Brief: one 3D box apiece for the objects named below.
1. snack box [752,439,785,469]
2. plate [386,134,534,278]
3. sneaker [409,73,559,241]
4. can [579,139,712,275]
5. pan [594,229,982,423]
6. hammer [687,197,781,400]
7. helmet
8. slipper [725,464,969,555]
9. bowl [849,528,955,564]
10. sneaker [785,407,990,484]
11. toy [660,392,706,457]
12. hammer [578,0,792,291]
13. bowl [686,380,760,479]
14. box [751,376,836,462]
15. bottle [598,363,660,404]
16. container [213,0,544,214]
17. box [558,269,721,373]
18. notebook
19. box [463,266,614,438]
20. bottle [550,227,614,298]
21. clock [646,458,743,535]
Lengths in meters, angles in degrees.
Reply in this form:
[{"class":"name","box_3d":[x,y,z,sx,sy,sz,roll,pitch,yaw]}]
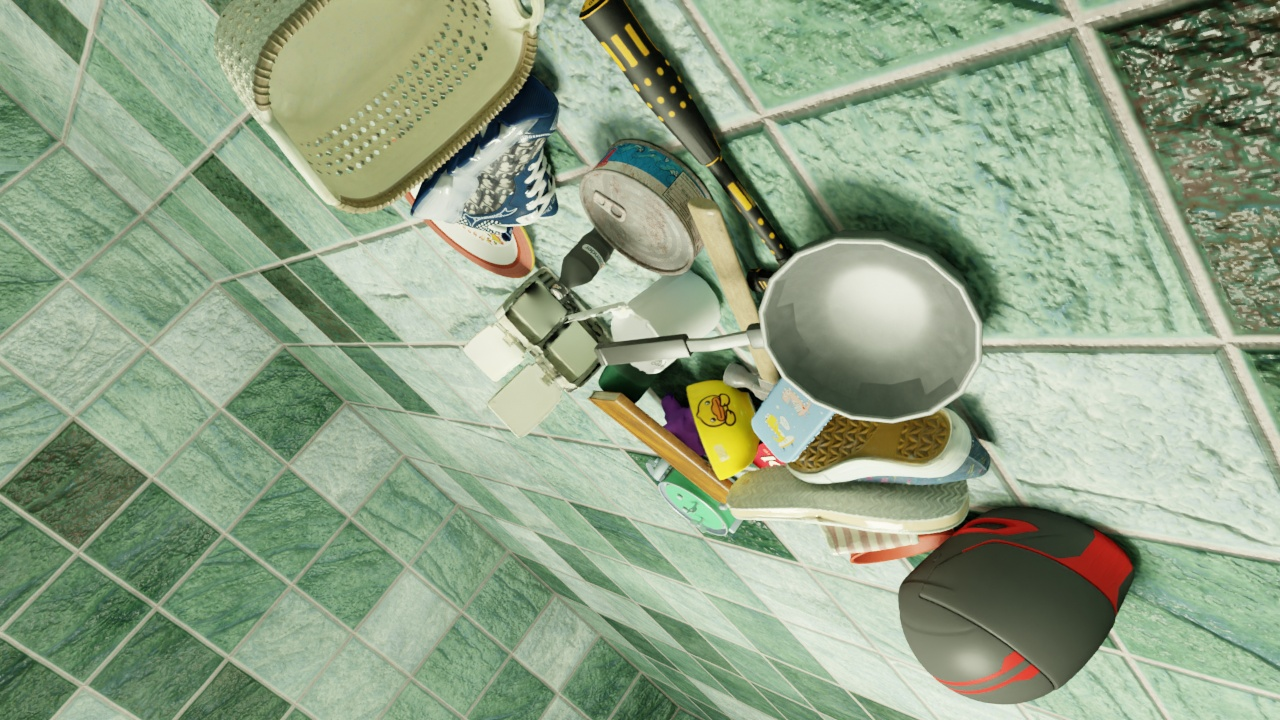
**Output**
[{"class":"snack box","box_3d":[0.213,0.132,1.089,0.152,0.035,0.133,38,158,0]},{"class":"plate","box_3d":[-0.218,-0.191,1.135,0.230,0.021,0.230,32,157,15]},{"class":"sneaker","box_3d":[-0.131,-0.192,0.934,0.132,0.103,0.270,25,155,-24]},{"class":"can","box_3d":[0.007,-0.142,0.862,0.130,0.044,0.130,32,157,15]},{"class":"pan","box_3d":[0.112,-0.024,0.795,0.358,0.041,0.179,-6,122,32]},{"class":"hammer","box_3d":[0.104,-0.047,0.893,0.119,0.030,0.331,21,156,31]},{"class":"helmet","box_3d":[0.364,0.262,0.938,0.164,0.169,0.265,39,158,-3]},{"class":"slipper","box_3d":[0.214,0.155,0.970,0.264,0.114,0.052,-3,120,35]},{"class":"bowl","box_3d":[0.292,0.197,1.034,0.122,0.122,0.035,90,169,-66]},{"class":"sneaker","box_3d":[0.245,0.088,0.925,0.079,0.087,0.236,24,162,-27]},{"class":"toy","box_3d":[0.062,0.096,1.218,0.088,0.055,0.106,48,166,-33]},{"class":"hammer","box_3d":[0.061,-0.167,0.754,0.123,0.036,0.320,4,142,53]},{"class":"bowl","box_3d":[0.104,0.074,1.075,0.117,0.068,0.117,-20,-91,-82]},{"class":"box","box_3d":[0.164,0.031,0.884,0.066,0.049,0.210,35,141,6]},{"class":"bottle","box_3d":[-0.007,0.007,1.144,0.061,0.061,0.131,35,158,0]},{"class":"container","box_3d":[-0.212,-0.253,0.741,0.143,0.245,0.185,35,162,31]},{"class":"box","box_3d":[0.000,-0.041,0.927,0.085,0.162,0.112,1,124,49]},{"class":"notebook","box_3d":[0.045,0.121,1.184,0.249,0.014,0.178,39,170,-11]},{"class":"box","box_3d":[-0.137,-0.011,1.152,0.145,0.185,0.095,49,164,-8]},{"class":"bottle","box_3d":[-0.052,-0.106,0.933,0.036,0.109,0.036,32,157,15]},{"class":"clock","box_3d":[0.074,0.195,1.365,0.162,0.075,0.122,25,154,31]}]
